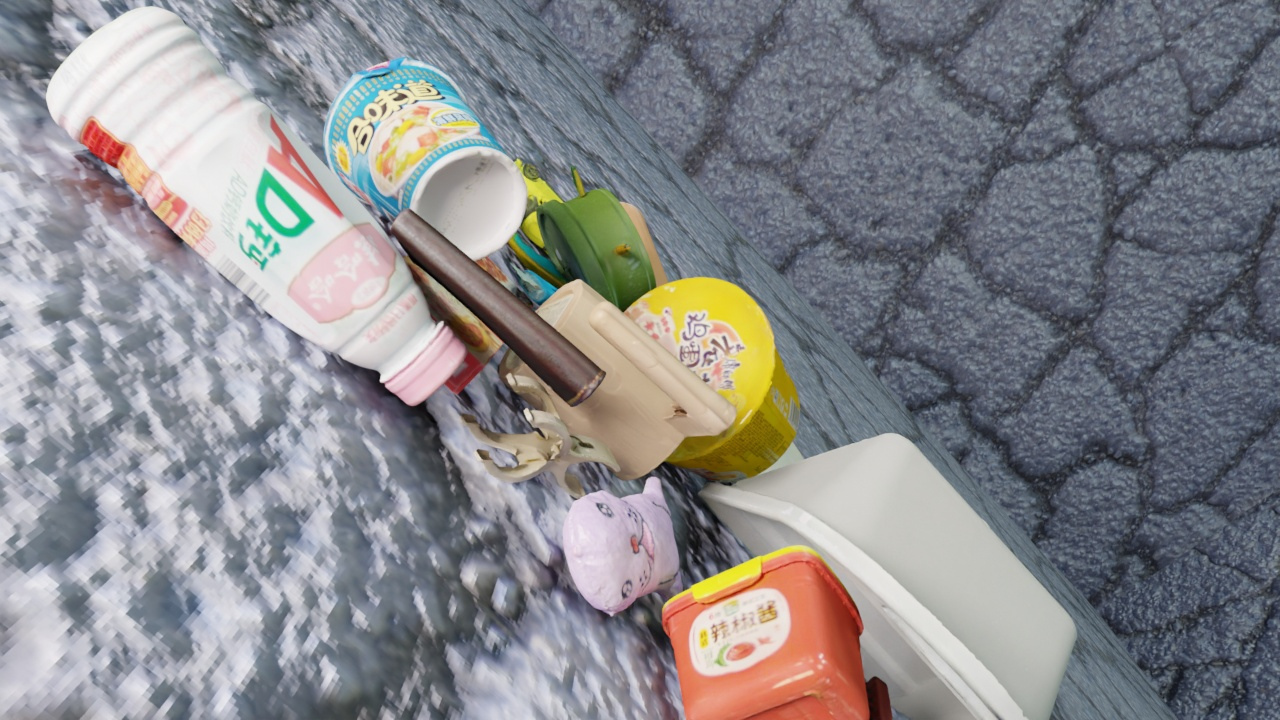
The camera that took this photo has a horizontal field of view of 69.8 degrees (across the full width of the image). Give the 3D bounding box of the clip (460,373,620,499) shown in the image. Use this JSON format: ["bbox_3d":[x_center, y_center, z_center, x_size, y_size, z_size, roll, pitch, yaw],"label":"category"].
[{"bbox_3d":[-0.061,0.053,0.496,0.034,0.082,0.105,58,-4,36],"label":"clip"}]

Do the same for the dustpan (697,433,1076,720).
[{"bbox_3d":[0.134,0.161,0.554,0.222,0.259,0.142,48,51,0],"label":"dustpan"}]

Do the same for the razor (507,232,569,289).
[{"bbox_3d":[-0.095,-0.100,0.769,0.132,0.028,0.043,54,-19,29],"label":"razor"}]

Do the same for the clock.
[{"bbox_3d":[-0.034,-0.075,0.761,0.116,0.056,0.161,58,-12,27],"label":"clock"}]

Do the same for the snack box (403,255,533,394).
[{"bbox_3d":[-0.112,-0.036,0.559,0.075,0.025,0.152,45,15,-9],"label":"snack box"}]

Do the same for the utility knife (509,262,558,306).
[{"bbox_3d":[-0.066,-0.045,0.654,0.034,0.018,0.191,50,2,8],"label":"utility knife"}]

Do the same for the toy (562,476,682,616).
[{"bbox_3d":[-0.007,0.101,0.482,0.108,0.039,0.083,19,54,-65],"label":"toy"}]

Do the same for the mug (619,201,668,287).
[{"bbox_3d":[-0.013,-0.084,0.882,0.078,0.078,0.122,31,28,-48],"label":"mug"}]

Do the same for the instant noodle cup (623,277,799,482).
[{"bbox_3d":[0.050,0.023,0.678,0.138,0.138,0.110,58,10,34],"label":"instant noodle cup"}]

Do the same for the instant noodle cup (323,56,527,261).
[{"bbox_3d":[-0.123,-0.113,0.543,0.099,0.099,0.110,30,12,-49],"label":"instant noodle cup"}]

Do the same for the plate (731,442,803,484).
[{"bbox_3d":[0.109,0.097,0.807,0.163,0.034,0.164,43,20,-34],"label":"plate"}]

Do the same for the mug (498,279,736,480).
[{"bbox_3d":[-0.015,0.010,0.557,0.103,0.084,0.125,40,-23,-20],"label":"mug"}]

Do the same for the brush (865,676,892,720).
[{"bbox_3d":[0.110,0.221,0.456,0.069,0.063,0.145,34,16,1],"label":"brush"}]

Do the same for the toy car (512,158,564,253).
[{"bbox_3d":[-0.094,-0.133,0.828,0.105,0.048,0.032,47,41,-6],"label":"toy car"}]

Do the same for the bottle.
[{"bbox_3d":[-0.160,-0.060,0.412,0.197,0.068,0.068,46,15,-18],"label":"bottle"}]

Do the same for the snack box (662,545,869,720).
[{"bbox_3d":[0.065,0.150,0.455,0.082,0.091,0.080,52,19,-29],"label":"snack box"}]

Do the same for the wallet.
[{"bbox_3d":[-0.072,-0.023,0.468,0.122,0.020,0.096,42,-12,-4],"label":"wallet"}]
